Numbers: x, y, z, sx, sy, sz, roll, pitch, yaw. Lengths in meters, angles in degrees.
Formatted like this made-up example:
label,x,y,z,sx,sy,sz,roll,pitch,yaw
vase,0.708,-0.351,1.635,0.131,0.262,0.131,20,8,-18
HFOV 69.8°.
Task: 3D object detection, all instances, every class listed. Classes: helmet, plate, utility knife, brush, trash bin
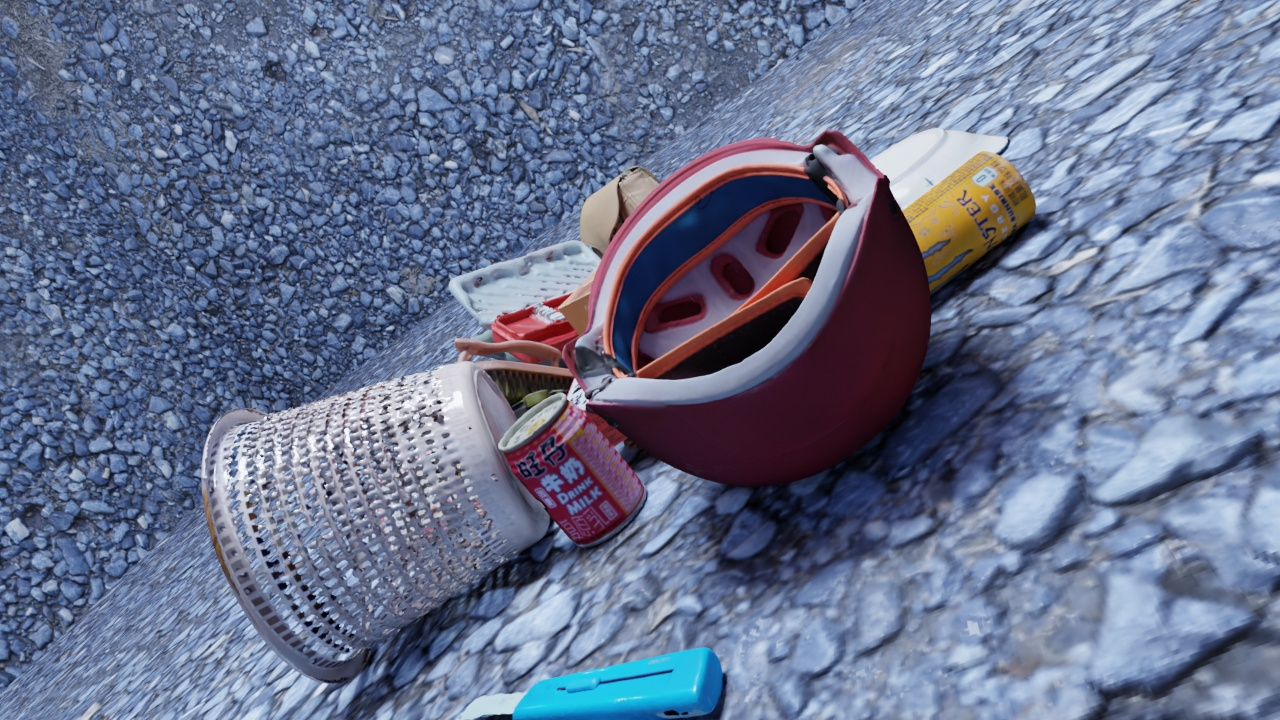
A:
label,x,y,z,sx,sy,sz,roll,pitch,yaw
helmet,0.071,-0.022,0.546,0.207,0.144,0.239,-39,27,11
plate,0.235,-0.166,0.840,0.164,0.034,0.163,-37,15,0
utility knife,-0.036,0.176,0.477,0.209,0.018,0.034,-26,19,42
brush,-0.123,0.016,0.888,0.063,0.073,0.145,-22,-20,34
trash bin,-0.185,0.104,0.710,0.192,0.227,0.227,-24,15,1

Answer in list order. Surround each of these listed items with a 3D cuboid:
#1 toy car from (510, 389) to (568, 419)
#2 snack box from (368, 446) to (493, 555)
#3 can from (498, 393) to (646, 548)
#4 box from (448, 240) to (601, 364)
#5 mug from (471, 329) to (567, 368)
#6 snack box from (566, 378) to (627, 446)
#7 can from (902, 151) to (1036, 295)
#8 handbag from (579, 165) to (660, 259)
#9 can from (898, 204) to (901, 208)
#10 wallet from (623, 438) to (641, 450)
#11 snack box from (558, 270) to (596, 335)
label,x,y,z,sx,sy,sz,roll,pitch,yaw
toy car,-0.110,0.075,0.850,0.159,0.070,0.042,-24,-9,39
snack box,-0.193,0.125,0.873,0.156,0.077,0.027,-28,-11,32
can,-0.049,0.077,0.650,0.066,0.094,0.066,-35,15,10
box,-0.096,-0.070,1.042,0.200,0.161,0.050,-24,-40,-40
mug,-0.127,-0.021,1.100,0.123,0.083,0.104,11,-23,-43
snack box,-0.004,0.004,0.739,0.113,0.044,0.126,-35,23,33
can,0.191,-0.076,0.621,0.146,0.058,0.058,-38,15,2
handbag,-0.007,-0.156,1.147,0.099,0.148,0.205,-40,10,-16
can,0.151,-0.102,0.775,0.135,0.053,0.053,-40,14,16
wallet,0.045,0.019,0.740,0.131,0.035,0.119,-37,11,16
snack box,-0.013,-0.055,0.967,0.077,0.093,0.094,-21,23,49
